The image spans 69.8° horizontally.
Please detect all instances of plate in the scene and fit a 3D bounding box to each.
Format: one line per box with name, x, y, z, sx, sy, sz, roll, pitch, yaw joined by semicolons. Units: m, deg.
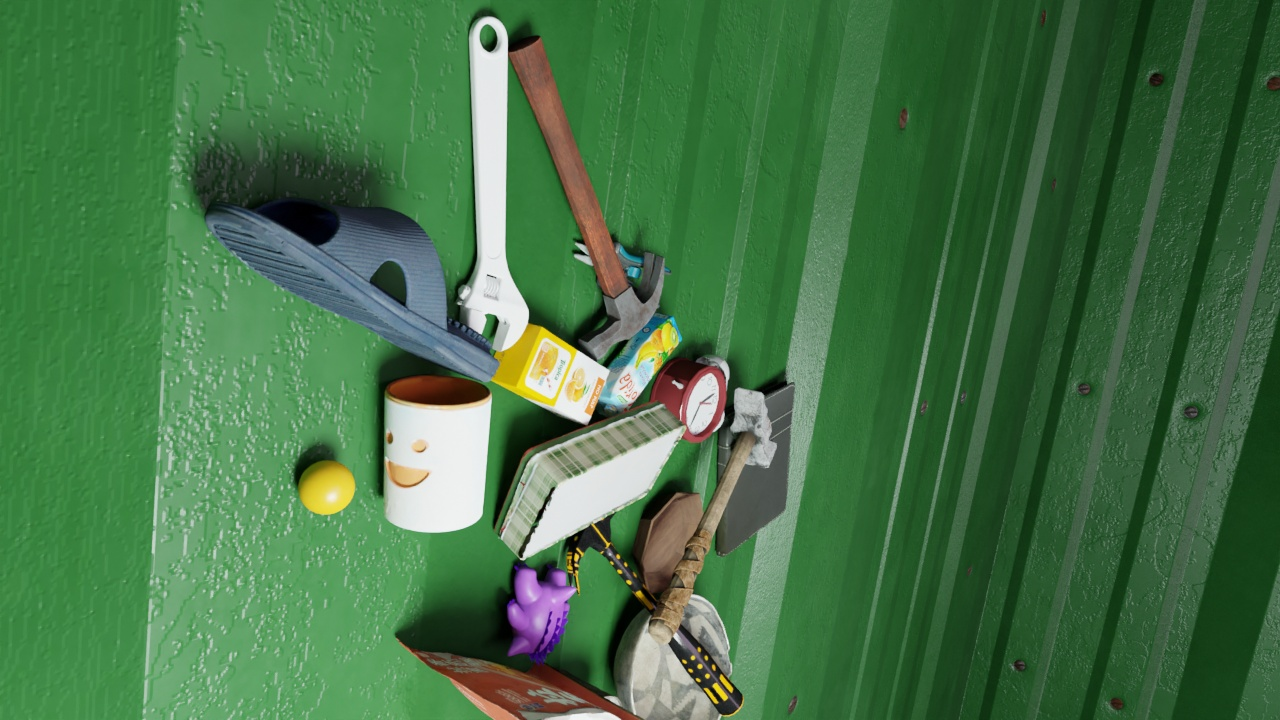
plate;0.032;0.216;1.106;0.131;0.025;0.131;-24;121;-48

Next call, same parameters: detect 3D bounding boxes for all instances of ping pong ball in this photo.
ping pong ball;-0.233;0.094;0.683;0.040;0.040;0.040;-24;121;-48

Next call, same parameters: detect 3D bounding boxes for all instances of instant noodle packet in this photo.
instant noodle packet;-0.110;0.316;0.832;0.083;0.164;0.221;-61;142;-16

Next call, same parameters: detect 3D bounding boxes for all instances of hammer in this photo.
hammer;-0.052;-0.147;0.837;0.110;0.028;0.301;-39;129;-23
hammer;0.083;0.177;1.055;0.317;0.049;0.122;-60;151;-34
hammer;0.024;0.293;1.029;0.320;0.036;0.123;56;49;-22

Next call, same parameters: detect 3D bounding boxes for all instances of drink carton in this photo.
drink carton;-0.083;0.014;0.860;0.122;0.040;0.058;35;74;-53
drink carton;-0.006;0.006;0.964;0.128;0.039;0.044;-53;139;-28

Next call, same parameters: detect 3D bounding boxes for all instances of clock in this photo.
clock;0.063;0.044;1.065;0.137;0.048;0.096;-12;112;-51

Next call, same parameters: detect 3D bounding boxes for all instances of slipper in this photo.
slipper;-0.177;-0.061;0.653;0.263;0.101;0.082;40;71;-56

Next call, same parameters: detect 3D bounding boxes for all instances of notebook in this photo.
notebook;0.157;0.143;1.252;0.169;0.029;0.209;-24;124;-46

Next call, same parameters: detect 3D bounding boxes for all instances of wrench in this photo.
wrench;-0.124;-0.140;0.761;0.066;0.018;0.273;-13;111;-42

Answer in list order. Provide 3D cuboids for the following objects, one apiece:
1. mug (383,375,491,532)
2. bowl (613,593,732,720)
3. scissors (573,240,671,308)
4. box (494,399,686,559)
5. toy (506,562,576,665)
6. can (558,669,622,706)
mug;-0.164;0.073;0.735;0.082;0.082;0.105;-13;113;-52
bowl;0.025;0.367;1.098;0.178;0.081;0.178;9;77;-47
scissors;-0.015;-0.094;0.931;0.143;0.019;0.126;-35;130;-35
box;-0.047;0.114;0.910;0.205;0.050;0.118;-19;145;-48
toy;-0.099;0.254;0.914;0.106;0.056;0.088;24;83;-58
can;-0.075;0.388;0.984;0.089;0.075;0.090;-21;118;-49
